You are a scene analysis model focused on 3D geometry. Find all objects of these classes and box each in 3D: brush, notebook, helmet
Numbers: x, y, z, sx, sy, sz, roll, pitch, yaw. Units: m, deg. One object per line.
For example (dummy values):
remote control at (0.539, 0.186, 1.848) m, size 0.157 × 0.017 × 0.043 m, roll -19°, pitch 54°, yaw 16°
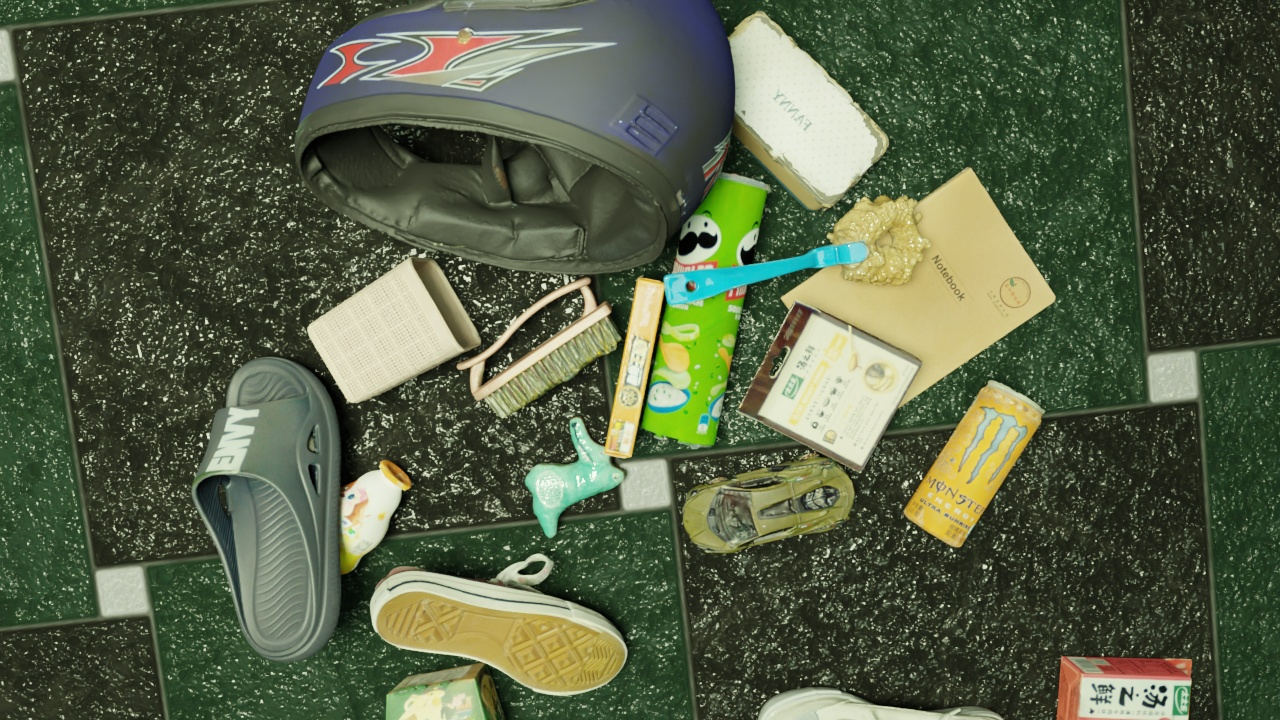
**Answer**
brush at (0.138, -0.085, 0.778) m, size 0.254 × 0.046 × 0.083 m, roll -14°, pitch 102°, yaw -20°
notebook at (0.255, -0.057, 0.840) m, size 0.208 × 0.008 × 0.148 m, roll -35°, pitch 94°, yaw 2°
brush at (-0.089, -0.010, 0.815) m, size 0.146 × 0.063 × 0.073 m, roll -33°, pitch 98°, yaw 4°
helmet at (-0.083, -0.214, 0.714) m, size 0.315 × 0.248 × 0.239 m, roll 9°, pitch 65°, yaw 5°

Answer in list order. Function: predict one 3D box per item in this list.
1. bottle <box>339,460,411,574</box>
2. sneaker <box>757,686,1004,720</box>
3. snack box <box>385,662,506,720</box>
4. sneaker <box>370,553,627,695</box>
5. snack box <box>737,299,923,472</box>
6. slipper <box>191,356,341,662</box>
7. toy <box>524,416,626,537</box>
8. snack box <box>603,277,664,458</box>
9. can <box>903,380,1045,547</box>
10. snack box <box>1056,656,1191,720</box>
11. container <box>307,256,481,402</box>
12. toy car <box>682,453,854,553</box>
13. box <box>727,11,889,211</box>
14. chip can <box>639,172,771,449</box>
bottle at (-0.255, 0.139, 0.824) m, size 0.063 × 0.063 × 0.108 m, roll 44°, pitch 92°, yaw -3°
sneaker at (0.228, 0.355, 0.829) m, size 0.242 × 0.090 × 0.089 m, roll 4°, pitch 93°, yaw 0°
snack box at (-0.172, 0.334, 0.823) m, size 0.118 × 0.117 × 0.105 m, roll -9°, pitch 82°, yaw -3°
sneaker at (-0.123, 0.227, 0.822) m, size 0.241 × 0.087 × 0.118 m, roll 22°, pitch 107°, yaw -23°
snack box at (0.166, 0.021, 0.815) m, size 0.125 × 0.053 × 0.113 m, roll 27°, pitch 100°, yaw 2°
slipper at (-0.315, 0.116, 0.772) m, size 0.111 × 0.083 × 0.268 m, roll -16°, pitch 72°, yaw 13°
toy at (-0.061, 0.103, 0.841) m, size 0.092 × 0.030 × 0.096 m, roll -20°, pitch 87°, yaw -4°
snack box at (-0.005, 0.005, 0.809) m, size 0.026 × 0.075 × 0.154 m, roll 11°, pitch 94°, yaw -1°
can at (0.300, 0.093, 0.826) m, size 0.058 × 0.058 × 0.146 m, roll 31°, pitch 93°, yaw -3°
snack box at (0.458, 0.338, 0.852) m, size 0.127 × 0.044 × 0.113 m, roll 1°, pitch 94°, yaw -1°
container at (-0.215, -0.024, 0.801) m, size 0.111 × 0.090 × 0.090 m, roll -30°, pitch 94°, yaw 5°
toy car at (0.116, 0.134, 0.838) m, size 0.158 × 0.042 × 0.070 m, roll -15°, pitch 94°, yaw 3°
box at (0.124, -0.220, 0.804) m, size 0.090 × 0.059 × 0.184 m, roll -44°, pitch 91°, yaw 2°
chip can at (0.056, -0.044, 0.809) m, size 0.072 × 0.072 × 0.236 m, roll 11°, pitch 95°, yaw -1°
